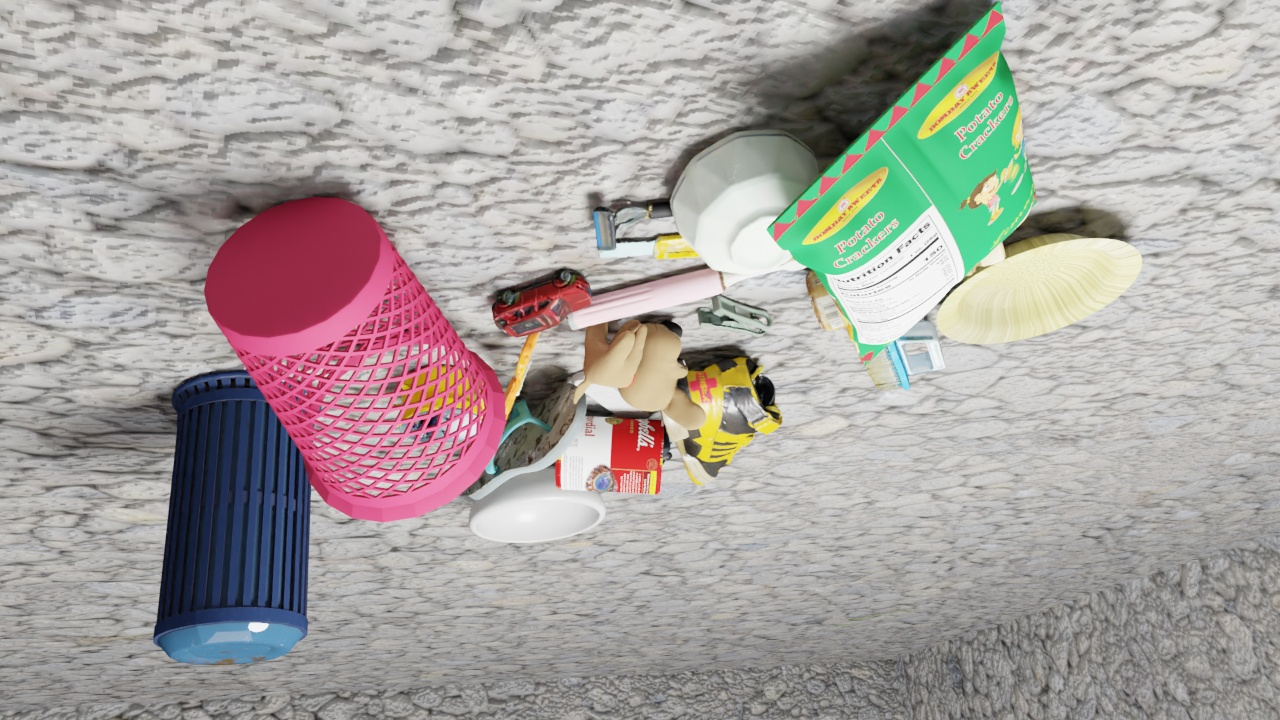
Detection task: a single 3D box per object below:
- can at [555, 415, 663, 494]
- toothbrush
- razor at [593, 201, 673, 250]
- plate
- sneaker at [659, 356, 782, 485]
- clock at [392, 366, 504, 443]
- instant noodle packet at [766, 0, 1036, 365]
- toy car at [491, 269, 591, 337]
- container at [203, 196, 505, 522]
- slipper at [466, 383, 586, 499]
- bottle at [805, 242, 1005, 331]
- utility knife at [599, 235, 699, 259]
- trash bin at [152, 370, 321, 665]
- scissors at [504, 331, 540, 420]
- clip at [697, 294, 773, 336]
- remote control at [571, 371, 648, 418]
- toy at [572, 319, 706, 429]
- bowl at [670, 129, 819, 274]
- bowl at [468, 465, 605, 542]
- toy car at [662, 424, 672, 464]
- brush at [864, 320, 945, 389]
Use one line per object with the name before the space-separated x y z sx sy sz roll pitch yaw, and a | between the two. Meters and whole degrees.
can | -0.034 0.107 1.041 0.116 0.086 0.087 3 153 0
toothbrush | 0.041 -0.064 0.817 0.223 0.026 0.027 -13 133 9
razor | 0.034 -0.118 0.719 0.144 0.022 0.043 -11 142 -6
plate | 0.371 -0.076 0.874 0.184 0.036 0.185 -6 153 -3
sneaker | 0.095 0.068 1.024 0.122 0.086 0.239 -15 155 7
clock | -0.190 0.047 0.934 0.118 0.057 0.084 3 150 -21
instant noodle packet | 0.205 -0.107 0.670 0.196 0.090 0.252 -44 146 6
toy car | -0.086 -0.049 0.806 0.091 0.036 0.042 -22 150 13
container | -0.223 -0.004 0.720 0.183 0.183 0.226 -10 146 3
slipper | -0.139 0.081 1.001 0.054 0.098 0.270 32 147 -18
bottle | 0.233 -0.077 0.810 0.166 0.059 0.059 -18 151 17
utility knife | 0.060 -0.097 0.776 0.191 0.017 0.031 -2 143 -6
trash bin | -0.380 0.152 0.873 0.139 0.249 0.139 -7 153 -4
scissors | -0.119 0.023 0.872 0.011 0.125 0.128 21 179 -3
clip | 0.088 -0.038 0.888 0.051 0.023 0.078 -27 146 36
remote control | -0.032 0.039 1.011 0.033 0.012 0.131 -11 154 22
toy | -0.005 0.005 0.875 0.108 0.134 0.106 20 100 -41
bowl | 0.085 -0.107 0.683 0.117 0.061 0.118 -9 142 -8
bowl | -0.136 0.181 1.199 0.176 0.066 0.177 -6 153 -3
toy car | 0.009 0.117 1.138 0.034 0.046 0.112 1 150 -20
brush | 0.263 -0.019 0.933 0.075 0.055 0.136 -13 153 20
